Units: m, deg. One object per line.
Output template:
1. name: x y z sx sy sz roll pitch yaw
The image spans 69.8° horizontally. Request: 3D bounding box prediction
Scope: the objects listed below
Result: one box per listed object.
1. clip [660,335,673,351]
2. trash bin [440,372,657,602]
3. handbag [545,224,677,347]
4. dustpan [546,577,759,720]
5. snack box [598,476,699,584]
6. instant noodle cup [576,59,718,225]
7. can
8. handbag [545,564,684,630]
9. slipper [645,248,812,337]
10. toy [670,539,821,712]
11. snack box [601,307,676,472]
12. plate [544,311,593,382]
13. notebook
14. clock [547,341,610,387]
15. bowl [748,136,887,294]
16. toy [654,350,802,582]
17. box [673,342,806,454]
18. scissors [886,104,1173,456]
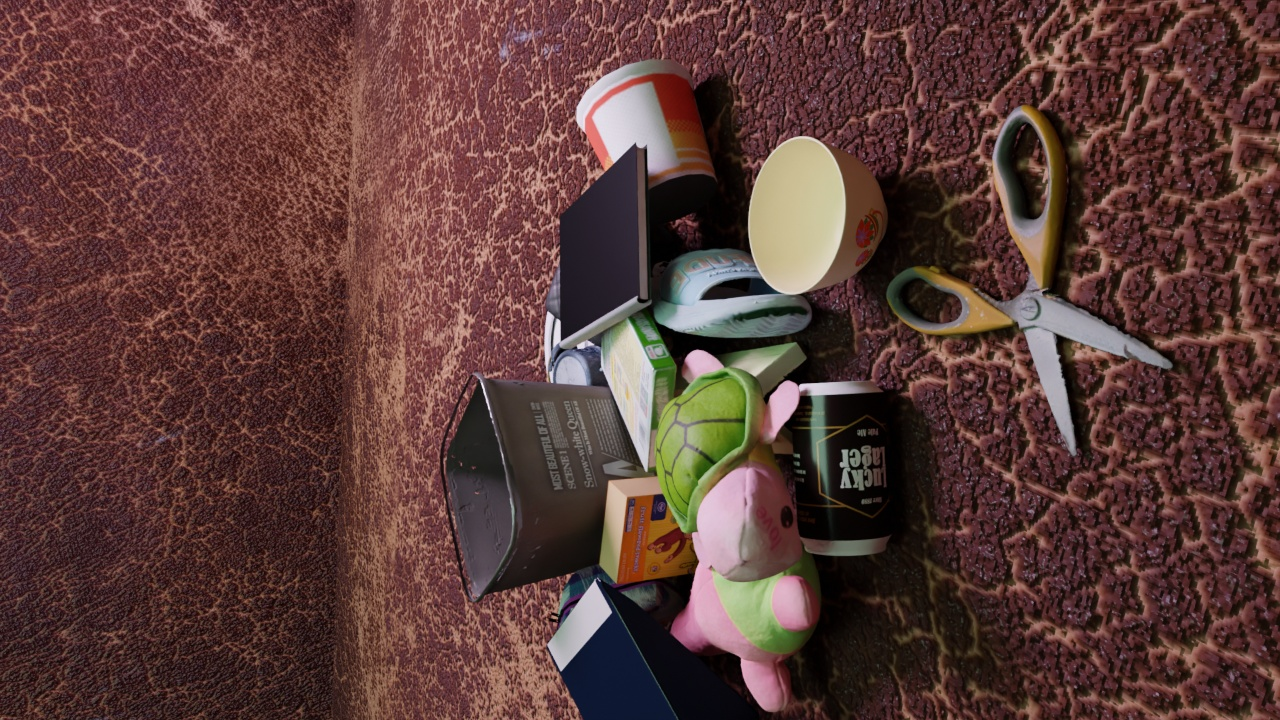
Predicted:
1. clip: 0.018 -0.011 1.019 0.062 0.044 0.024 -21 72 41
2. trash bin: -0.075 0.129 0.985 0.198 0.219 0.197 -57 43 47
3. handbag: -0.017 -0.095 1.028 0.125 0.114 0.154 43 118 33
4. dustpan: 0.030 0.345 0.871 0.273 0.080 0.237 58 149 20
5. snack box: 0.029 0.160 0.890 0.040 0.125 0.088 32 119 58
6. instant noodle cup: 0.013 -0.212 0.923 0.124 0.123 0.121 -44 61 54
7. can: 0.155 0.081 0.709 0.072 0.071 0.128 -7 85 62
8. handbag: -0.019 0.292 1.000 0.170 0.144 0.068 78 175 -45
9. slipper: 0.061 -0.067 0.851 0.245 0.104 0.074 -157 66 -65
10. toy: 0.091 0.212 0.810 0.237 0.096 0.191 124 149 -49
11. snack box: -0.005 0.005 0.902 0.168 0.027 0.132 -116 21 -46
12. plate: -0.093 -0.019 1.229 0.209 0.015 0.208 5 95 62
13. notebook: -0.040 -0.103 0.899 0.207 0.016 0.149 156 115 -63
14. clock: -0.076 0.023 1.144 0.130 0.052 0.090 15 107 50
15. bowl: 0.148 -0.110 0.710 0.118 0.074 0.118 5 95 62
16. toy: 0.064 0.084 0.737 0.191 0.087 0.237 -62 26 29
17. box: 0.087 0.029 0.865 0.188 0.091 0.083 -4 53 61
18. scissors: 0.245 -0.056 0.592 0.225 0.016 0.225 33 121 57
